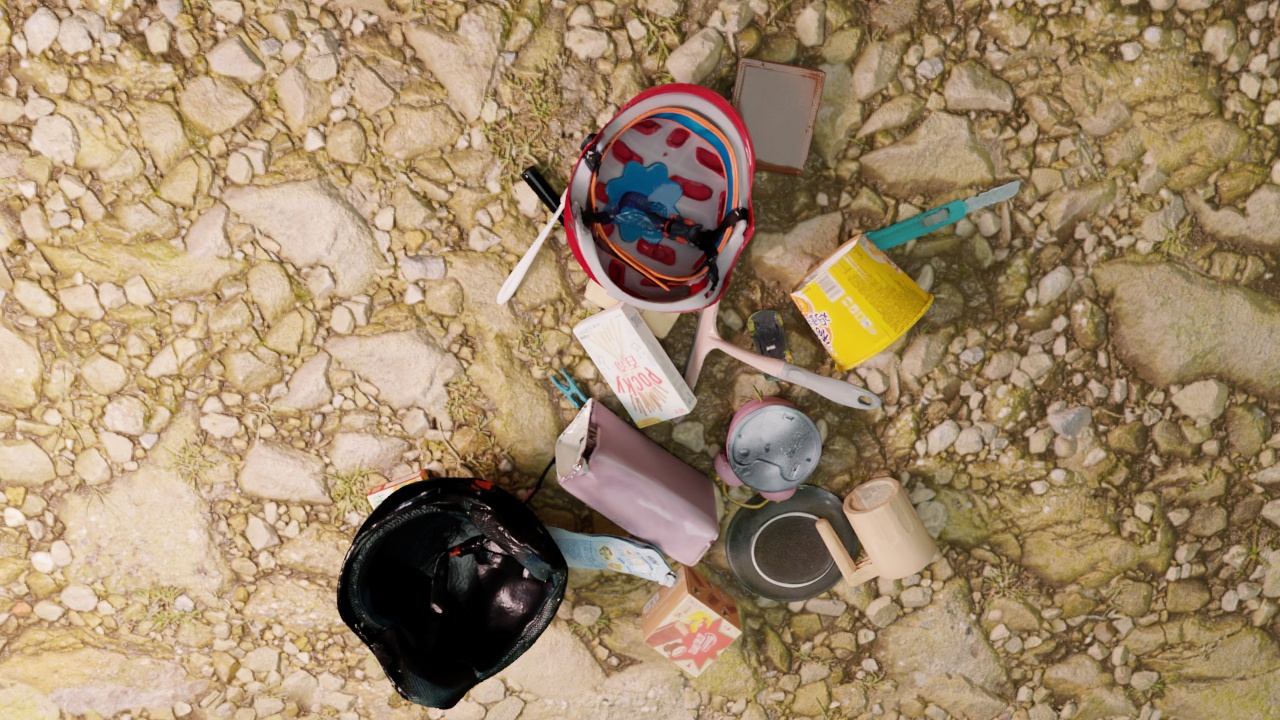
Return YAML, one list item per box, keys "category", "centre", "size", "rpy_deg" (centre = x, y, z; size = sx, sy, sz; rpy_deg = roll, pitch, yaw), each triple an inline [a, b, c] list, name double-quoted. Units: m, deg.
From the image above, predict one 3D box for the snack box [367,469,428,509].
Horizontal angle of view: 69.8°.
- category: "snack box"
  centre: [-0.287, 0.225, 1.203]
  size: [0.077, 0.027, 0.156]
  rpy_deg: [-21, 107, 5]

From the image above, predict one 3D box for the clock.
- category: "clock"
  centre: [0.157, 0.118, 1.159]
  size: [0.117, 0.059, 0.159]
  rpy_deg: [19, 105, -8]

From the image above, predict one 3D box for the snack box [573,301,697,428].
- category: "snack box"
  centre: [-0.007, 0.007, 1.117]
  size: [0.085, 0.026, 0.157]
  rpy_deg: [-21, 110, 39]

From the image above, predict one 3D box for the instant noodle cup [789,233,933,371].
- category: "instant noodle cup"
  centre: [0.248, -0.072, 1.064]
  size: [0.138, 0.138, 0.110]
  rpy_deg: [-41, 93, 11]

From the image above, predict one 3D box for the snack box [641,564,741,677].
- category: "snack box"
  centre: [0.067, 0.346, 1.221]
  size: [0.094, 0.077, 0.093]
  rpy_deg: [38, 103, -13]

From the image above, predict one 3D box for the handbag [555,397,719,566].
- category: "handbag"
  centre: [-0.006, 0.154, 1.119]
  size: [0.197, 0.145, 0.098]
  rpy_deg: [34, 101, -14]

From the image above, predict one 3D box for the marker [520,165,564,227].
- category: "marker"
  centre: [-0.091, -0.173, 1.079]
  size: [0.022, 0.020, 0.132]
  rpy_deg: [-32, 107, 29]

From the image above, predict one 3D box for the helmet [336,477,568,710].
- category: "helmet"
  centre: [-0.223, 0.247, 1.073]
  size: [0.274, 0.230, 0.233]
  rpy_deg: [38, 90, -28]

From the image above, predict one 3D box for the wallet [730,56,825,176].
- category: "wallet"
  centre: [0.148, -0.277, 1.046]
  size: [0.101, 0.032, 0.125]
  rpy_deg: [9, 107, -1]

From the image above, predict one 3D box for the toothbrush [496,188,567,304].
- category: "toothbrush"
  centre: [-0.123, -0.135, 1.082]
  size: [0.016, 0.016, 0.180]
  rpy_deg: [32, 116, -10]

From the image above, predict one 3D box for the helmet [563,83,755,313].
- category: "helmet"
  centre: [0.014, -0.176, 1.020]
  size: [0.207, 0.144, 0.240]
  rpy_deg: [22, 87, -18]

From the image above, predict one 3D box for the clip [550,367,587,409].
- category: "clip"
  centre: [-0.089, 0.036, 1.152]
  size: [0.043, 0.014, 0.056]
  rpy_deg: [-35, 103, 9]

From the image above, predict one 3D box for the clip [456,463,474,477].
- category: "clip"
  centre: [-0.216, 0.174, 1.184]
  size: [0.103, 0.035, 0.093]
  rpy_deg: [25, 107, -13]

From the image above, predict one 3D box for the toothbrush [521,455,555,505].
- category: "toothbrush"
  centre: [-0.145, 0.182, 1.198]
  size: [0.017, 0.014, 0.189]
  rpy_deg: [33, 105, -21]

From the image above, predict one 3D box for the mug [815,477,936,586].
- category: "mug"
  centre: [0.302, 0.224, 1.185]
  size: [0.125, 0.084, 0.103]
  rpy_deg: [-28, 104, 11]

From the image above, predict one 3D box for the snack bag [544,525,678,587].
- category: "snack bag"
  centre: [-0.045, 0.242, 1.146]
  size: [0.191, 0.038, 0.110]
  rpy_deg: [-1, 135, 36]

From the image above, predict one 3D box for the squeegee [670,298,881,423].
- category: "squeegee"
  centre: [0.159, 0.006, 1.063]
  size: [0.250, 0.040, 0.248]
  rpy_deg: [23, 109, 28]

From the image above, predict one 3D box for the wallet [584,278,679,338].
- category: "wallet"
  centre: [-0.002, -0.084, 1.110]
  size: [0.115, 0.024, 0.087]
  rpy_deg: [29, 100, -11]

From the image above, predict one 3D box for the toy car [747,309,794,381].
- category: "toy car"
  centre: [0.159, -0.020, 1.125]
  size: [0.043, 0.036, 0.091]
  rpy_deg: [-15, 109, 5]

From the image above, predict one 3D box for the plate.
- category: "plate"
  centre: [0.203, 0.248, 1.220]
  size: [0.179, 0.024, 0.179]
  rpy_deg: [0, 108, -1]

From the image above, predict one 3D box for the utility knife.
- category: "utility knife"
  centre: [0.347, -0.168, 1.092]
  size: [0.216, 0.013, 0.029]
  rpy_deg: [-22, 107, 6]
